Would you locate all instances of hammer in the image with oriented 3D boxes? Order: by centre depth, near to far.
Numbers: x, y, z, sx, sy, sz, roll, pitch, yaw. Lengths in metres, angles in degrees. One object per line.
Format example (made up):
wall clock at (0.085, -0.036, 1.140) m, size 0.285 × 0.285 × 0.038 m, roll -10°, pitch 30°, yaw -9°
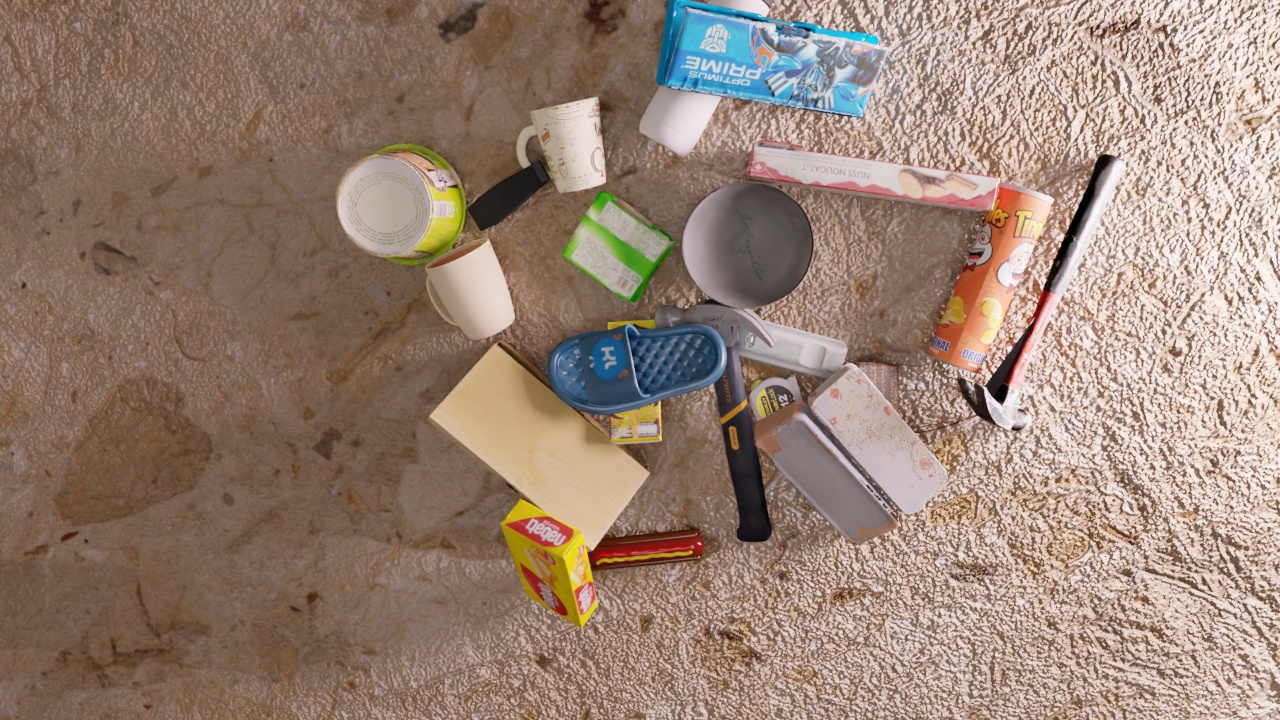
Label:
hammer at (0.462, -0.078, 1.041) m, size 0.140 × 0.036 × 0.326 m, roll 17°, pitch 98°, yaw -40°
hammer at (0.111, 0.078, 1.125) m, size 0.139 × 0.035 × 0.313 m, roll -4°, pitch 106°, yaw 25°

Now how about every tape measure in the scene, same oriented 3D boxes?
tape measure at (0.169, 0.050, 1.131) m, size 0.065 × 0.016 × 0.064 m, roll -18°, pitch 99°, yaw 9°

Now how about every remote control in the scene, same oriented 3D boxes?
remote control at (-0.159, -0.197, 1.100) m, size 0.125 × 0.010 × 0.039 m, roll -28°, pitch 97°, yaw 33°
remote control at (0.181, -0.014, 1.114) m, size 0.133 × 0.022 × 0.050 m, roll 15°, pitch 102°, yaw 4°

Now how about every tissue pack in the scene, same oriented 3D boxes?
tissue pack at (-0.026, -0.138, 1.107) m, size 0.114 × 0.034 × 0.100 m, roll 36°, pitch 105°, yaw -2°

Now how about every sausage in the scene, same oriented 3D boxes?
sausage at (0.005, 0.243, 1.176) m, size 0.156 × 0.040 × 0.040 m, roll -8°, pitch 100°, yaw 8°

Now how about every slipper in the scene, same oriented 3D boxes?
slipper at (-0.006, 0.006, 1.068) m, size 0.214 × 0.059 × 0.103 m, roll -7°, pitch 76°, yaw 9°

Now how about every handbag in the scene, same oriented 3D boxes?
handbag at (0.338, 0.044, 1.109) m, size 0.196 × 0.043 × 0.093 m, roll -2°, pitch 97°, yaw -2°

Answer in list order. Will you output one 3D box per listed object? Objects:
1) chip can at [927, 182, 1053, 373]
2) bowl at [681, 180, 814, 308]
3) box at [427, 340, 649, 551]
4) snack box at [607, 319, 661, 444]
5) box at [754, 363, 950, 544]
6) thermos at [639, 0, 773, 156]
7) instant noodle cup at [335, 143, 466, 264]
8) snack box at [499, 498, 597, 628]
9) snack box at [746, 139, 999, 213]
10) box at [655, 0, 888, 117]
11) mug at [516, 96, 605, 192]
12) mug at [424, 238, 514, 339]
chip can at (0.400, -0.093, 1.053) m, size 0.062 × 0.062 × 0.210 m, roll 20°, pitch 103°, yaw 2°
bowl at (0.125, -0.136, 1.078) m, size 0.151 × 0.056 × 0.151 m, roll 1°, pitch 99°, yaw 5°
box at (-0.122, 0.103, 1.128) m, size 0.248 × 0.148 × 0.141 m, roll 40°, pitch 91°, yaw -4°
snack box at (-0.008, 0.025, 1.110) m, size 0.061 × 0.025 × 0.148 m, roll -4°, pitch 74°, yaw 7°
box at (0.251, 0.116, 1.085) m, size 0.157 × 0.063 × 0.216 m, roll -40°, pitch 112°, yaw 10°
thermos at (0.069, -0.352, 1.028) m, size 0.101 × 0.068 × 0.230 m, roll 22°, pitch 105°, yaw -36°
instant noodle cup at (-0.290, -0.185, 1.095) m, size 0.146 × 0.097 × 0.146 m, roll 1°, pitch 101°, yaw 6°
snack box at (-0.107, 0.250, 1.116) m, size 0.092 × 0.042 × 0.201 m, roll 24°, pitch 147°, yaw 21°
snack box at (0.258, -0.208, 1.041) m, size 0.273 × 0.076 × 0.044 m, roll 9°, pitch 99°, yaw 5°
box at (0.144, -0.323, 0.990) m, size 0.243 × 0.066 × 0.091 m, roll 3°, pitch 109°, yaw -18°
mug at (-0.097, -0.249, 1.082) m, size 0.122 × 0.080 × 0.097 m, roll -3°, pitch 109°, yaw 28°
mug at (-0.213, -0.082, 1.122) m, size 0.112 × 0.085 × 0.104 m, roll -10°, pitch 113°, yaw 36°
